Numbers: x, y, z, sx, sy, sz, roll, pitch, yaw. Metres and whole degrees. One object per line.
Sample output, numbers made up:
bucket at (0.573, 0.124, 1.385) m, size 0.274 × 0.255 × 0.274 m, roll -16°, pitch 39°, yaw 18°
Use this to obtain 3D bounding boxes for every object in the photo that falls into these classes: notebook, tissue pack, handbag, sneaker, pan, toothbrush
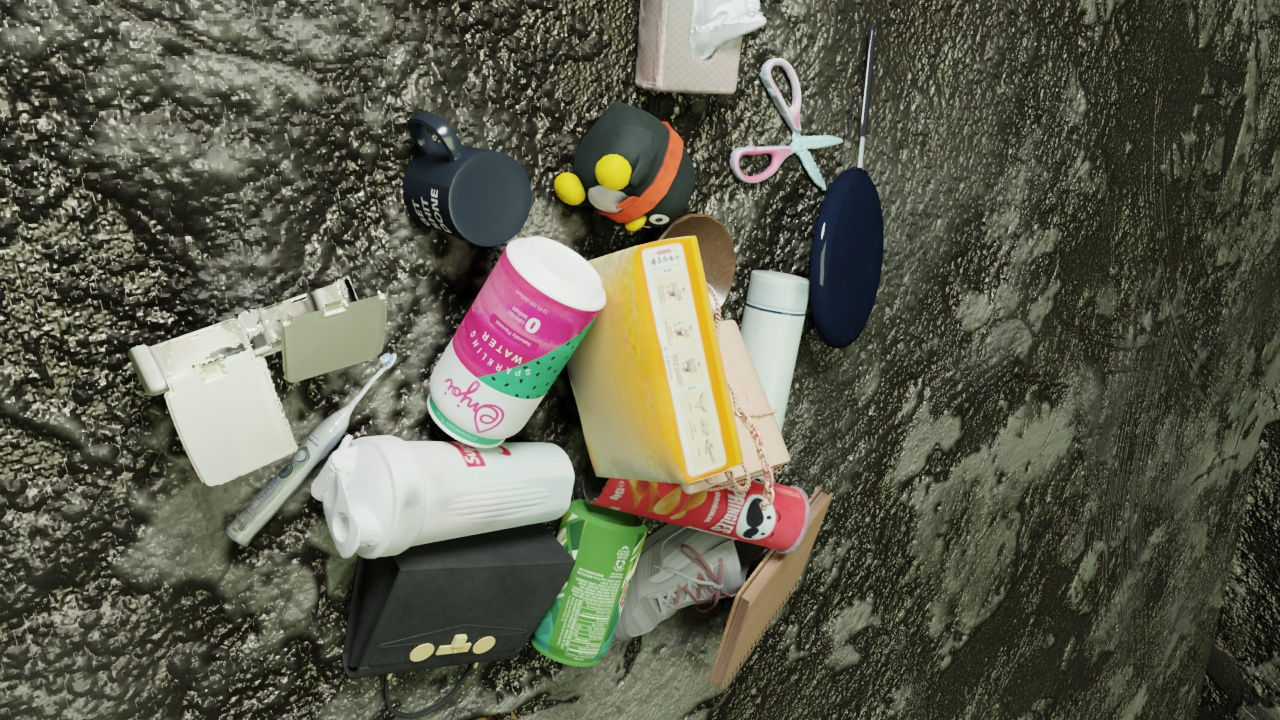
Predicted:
notebook at (0.150, 0.262, 1.054) m, size 0.209 × 0.022 × 0.169 m, roll -39°, pitch 149°, yaw -45°
tissue pack at (0.057, -0.326, 0.798) m, size 0.103 × 0.071 × 0.181 m, roll -6°, pitch 111°, yaw -30°
handbag at (-0.179, 0.246, 0.832) m, size 0.175 × 0.072 × 0.196 m, roll 8°, pitch 111°, yaw -41°
sneaker at (0.066, 0.227, 0.997) m, size 0.235 × 0.089 × 0.099 m, roll -38°, pitch 126°, yaw -24°
handbag at (0.099, 0.034, 0.838) m, size 0.116 × 0.188 × 0.198 m, roll -13°, pitch 76°, yaw -27°
pan at (0.242, -0.190, 1.013) m, size 0.198 × 0.021 × 0.356 m, roll -4°, pitch 100°, yaw -58°
toothbrush at (-0.253, 0.066, 0.720) m, size 0.185 × 0.022 × 0.024 m, roll -51°, pitch 147°, yaw -12°

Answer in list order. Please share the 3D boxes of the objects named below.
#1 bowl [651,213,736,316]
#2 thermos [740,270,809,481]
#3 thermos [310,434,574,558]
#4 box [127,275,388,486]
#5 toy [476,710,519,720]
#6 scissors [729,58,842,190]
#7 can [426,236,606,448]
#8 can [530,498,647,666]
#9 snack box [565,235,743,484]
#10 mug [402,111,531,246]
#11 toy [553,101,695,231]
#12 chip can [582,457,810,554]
bowl at (0.042, -0.089, 0.904) m, size 0.117 × 0.030 × 0.118 m, roll -15°, pitch 115°, yaw -36°
thermos at (0.131, 0.019, 0.994) m, size 0.067 × 0.068 × 0.230 m, roll -1°, pitch 105°, yaw -40°
thermos at (-0.160, 0.107, 0.769) m, size 0.220 × 0.099 × 0.099 m, roll 3°, pitch 104°, yaw -48°
box at (-0.233, 0.013, 0.586) m, size 0.143 × 0.194 × 0.101 m, roll -25°, pitch 99°, yaw -26°
toy at (-0.162, 0.366, 0.878) m, size 0.100 × 0.062 × 0.076 m, roll -38°, pitch 164°, yaw -6°
scissors at (0.159, -0.245, 0.958) m, size 0.172 × 0.014 × 0.159 m, roll -14°, pitch 114°, yaw -36°
can at (-0.102, -0.014, 0.739) m, size 0.088 × 0.088 × 0.166 m, roll 12°, pitch 123°, yaw -42°
can at (-0.053, 0.216, 0.899) m, size 0.083 × 0.083 × 0.144 m, roll 13°, pitch 97°, yaw -42°
snack box at (-0.005, 0.005, 0.787) m, size 0.080 × 0.145 × 0.195 m, roll -15°, pitch 95°, yaw -33°
mug at (-0.141, -0.142, 0.701) m, size 0.071 × 0.077 × 0.105 m, roll -42°, pitch 128°, yaw -21°
toy at (0.001, -0.161, 0.800) m, size 0.119 × 0.098 × 0.099 m, roll 32°, pitch 66°, yaw -34°
chip can at (0.057, 0.136, 0.927) m, size 0.232 × 0.073 × 0.073 m, roll 18°, pitch 94°, yaw -23°
